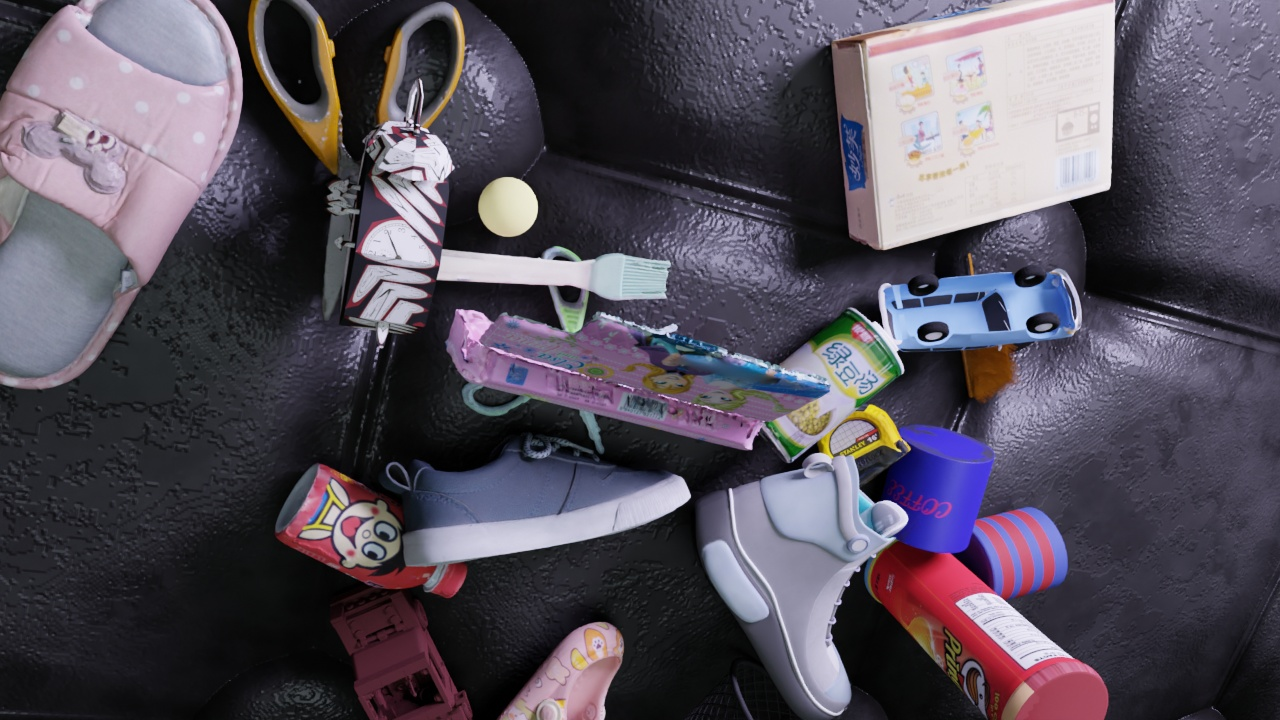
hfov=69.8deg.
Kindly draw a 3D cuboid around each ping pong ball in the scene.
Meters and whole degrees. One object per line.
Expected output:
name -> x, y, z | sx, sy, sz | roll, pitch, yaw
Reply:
ping pong ball -> -0.090, -0.105, 0.627 | 0.040, 0.040, 0.040 | -6, 111, -15

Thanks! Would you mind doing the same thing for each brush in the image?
brush -> -0.086, -0.064, 0.648 | 0.217, 0.012, 0.033 | 3, 106, -11
brush -> 0.295, -0.027, 0.786 | 0.048, 0.017, 0.126 | -22, 114, -8

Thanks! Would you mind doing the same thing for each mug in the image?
mug -> 0.263, 0.107, 0.799 | 0.111, 0.079, 0.084 | -8, 114, -45
mug -> 0.332, 0.192, 0.855 | 0.076, 0.075, 0.112 | -10, 139, -14

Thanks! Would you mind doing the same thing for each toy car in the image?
toy car -> 0.269, -0.038, 0.734 | 0.153, 0.056, 0.055 | -5, 154, 3
toy car -> -0.181, 0.253, 0.717 | 0.070, 0.062, 0.170 | -22, 114, -9

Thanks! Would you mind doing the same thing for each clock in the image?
clock -> -0.154, -0.093, 0.551 | 0.065, 0.114, 0.155 | 8, 104, -21

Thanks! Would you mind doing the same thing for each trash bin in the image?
trash bin -> 0.066, 0.399, 0.790 | 0.210, 0.184, 0.184 | -44, 116, 8

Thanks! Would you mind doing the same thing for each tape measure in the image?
tape measure -> 0.181, 0.067, 0.763 | 0.066, 0.037, 0.064 | -41, 78, 16

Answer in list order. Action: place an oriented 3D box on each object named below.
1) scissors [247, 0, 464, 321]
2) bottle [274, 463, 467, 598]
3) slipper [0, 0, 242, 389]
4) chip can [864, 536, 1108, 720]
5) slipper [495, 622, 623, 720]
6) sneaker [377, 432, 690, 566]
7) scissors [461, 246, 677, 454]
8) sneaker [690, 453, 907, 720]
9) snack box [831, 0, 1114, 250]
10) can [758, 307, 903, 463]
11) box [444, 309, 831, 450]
scissors -> -0.173, -0.135, 0.602 | 0.175, 0.016, 0.225 | -15, 111, -12
bottle -> -0.191, 0.132, 0.671 | 0.137, 0.062, 0.062 | 34, 97, -24
slipper -> -0.329, -0.100, 0.548 | 0.114, 0.054, 0.274 | 26, 101, -24
chip can -> 0.276, 0.228, 0.764 | 0.087, 0.213, 0.087 | -6, 111, -15
slipper -> -0.068, 0.309, 0.750 | 0.197, 0.081, 0.093 | -57, 146, 4
sneaker -> -0.073, 0.095, 0.684 | 0.235, 0.089, 0.087 | -4, 78, -32
scissors -> -0.053, -0.003, 0.693 | 0.172, 0.021, 0.171 | -19, 111, -15
sneaker -> 0.159, 0.189, 0.759 | 0.161, 0.092, 0.257 | -26, 116, 15
snack box -> 0.253, -0.184, 0.695 | 0.207, 0.055, 0.153 | -16, 113, -11
can -> 0.142, 0.019, 0.729 | 0.121, 0.067, 0.067 | -39, 115, 0
box -> -0.006, 0.015, 0.624 | 0.230, 0.161, 0.061 | 16, 81, -25
